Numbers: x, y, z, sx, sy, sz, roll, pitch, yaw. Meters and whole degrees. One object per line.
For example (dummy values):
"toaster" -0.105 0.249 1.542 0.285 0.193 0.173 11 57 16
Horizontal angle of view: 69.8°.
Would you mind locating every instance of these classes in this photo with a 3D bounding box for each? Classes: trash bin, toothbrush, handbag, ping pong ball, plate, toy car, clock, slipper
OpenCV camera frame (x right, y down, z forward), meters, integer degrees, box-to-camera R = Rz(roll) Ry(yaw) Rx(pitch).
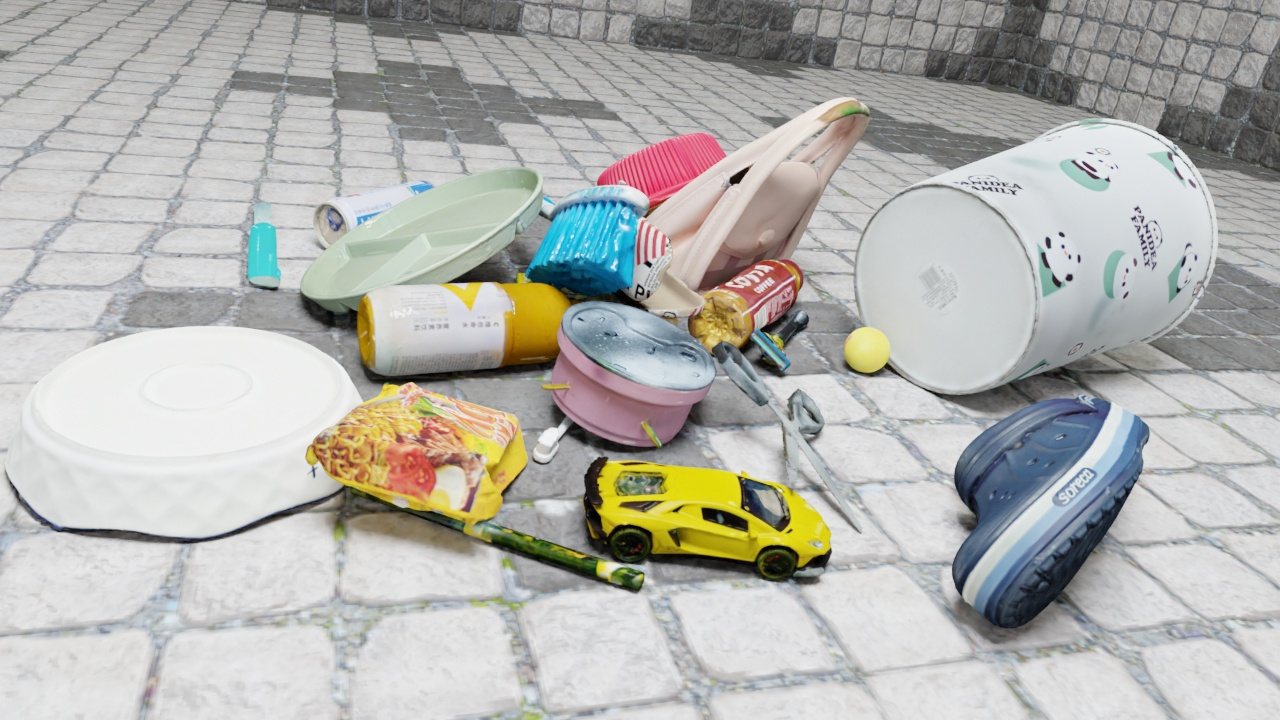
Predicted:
"trash bin" 0.347 -0.088 0.834 0.251 0.230 0.230 -18 36 -34
"toothbrush" -0.042 0.028 0.688 0.016 0.016 0.179 22 27 7
"handbag" 0.125 -0.165 0.887 0.093 0.235 0.192 52 35 14
"ping pong ball" 0.201 -0.009 0.814 0.040 0.040 0.040 7 26 -4
"toothbrush" -0.085 0.097 0.531 0.186 0.017 0.012 15 -9 13
"plate" -0.274 0.033 0.571 0.205 0.046 0.204 7 25 -4
"plate" -0.187 -0.107 0.804 0.230 0.027 0.229 -17 29 10
"toy car" 0.041 0.092 0.555 0.156 0.041 0.071 9 26 -1
"clock" -0.004 0.004 0.682 0.117 0.060 0.158 25 26 7
"slipper" 0.257 0.072 0.586 0.095 0.105 0.252 32 31 27

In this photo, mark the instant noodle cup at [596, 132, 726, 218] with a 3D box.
"instant noodle cup" 0.025 -0.188 0.982 0.194 0.066 0.194 -21 1 0

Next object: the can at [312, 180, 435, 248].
"can" -0.266 -0.149 0.940 0.053 0.053 0.134 22 28 25

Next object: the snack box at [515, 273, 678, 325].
"snack box" -0.042 -0.045 0.823 0.140 0.034 0.086 5 26 -12

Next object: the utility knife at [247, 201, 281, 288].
"utility knife" -0.363 -0.115 0.886 0.029 0.013 0.222 -4 30 -20

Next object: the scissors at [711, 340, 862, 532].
"scissors" 0.107 0.049 0.650 0.181 0.014 0.159 52 23 23

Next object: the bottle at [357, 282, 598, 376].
"bottle" -0.120 -0.027 0.717 0.189 0.068 0.068 -4 29 -27

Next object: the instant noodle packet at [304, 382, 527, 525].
"instant noodle packet" -0.126 0.051 0.557 0.111 0.044 0.128 18 11 -1

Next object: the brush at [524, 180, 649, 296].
"brush" -0.075 -0.114 0.816 0.060 0.109 0.315 23 -9 -26

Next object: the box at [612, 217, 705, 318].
"box" 0.001 -0.087 0.809 0.087 0.076 0.162 22 12 -36

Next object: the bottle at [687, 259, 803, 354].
"bottle" 0.106 -0.057 0.863 0.057 0.057 0.174 20 28 23

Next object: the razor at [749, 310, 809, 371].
"razor" 0.130 -0.022 0.842 0.042 0.022 0.142 47 28 3
